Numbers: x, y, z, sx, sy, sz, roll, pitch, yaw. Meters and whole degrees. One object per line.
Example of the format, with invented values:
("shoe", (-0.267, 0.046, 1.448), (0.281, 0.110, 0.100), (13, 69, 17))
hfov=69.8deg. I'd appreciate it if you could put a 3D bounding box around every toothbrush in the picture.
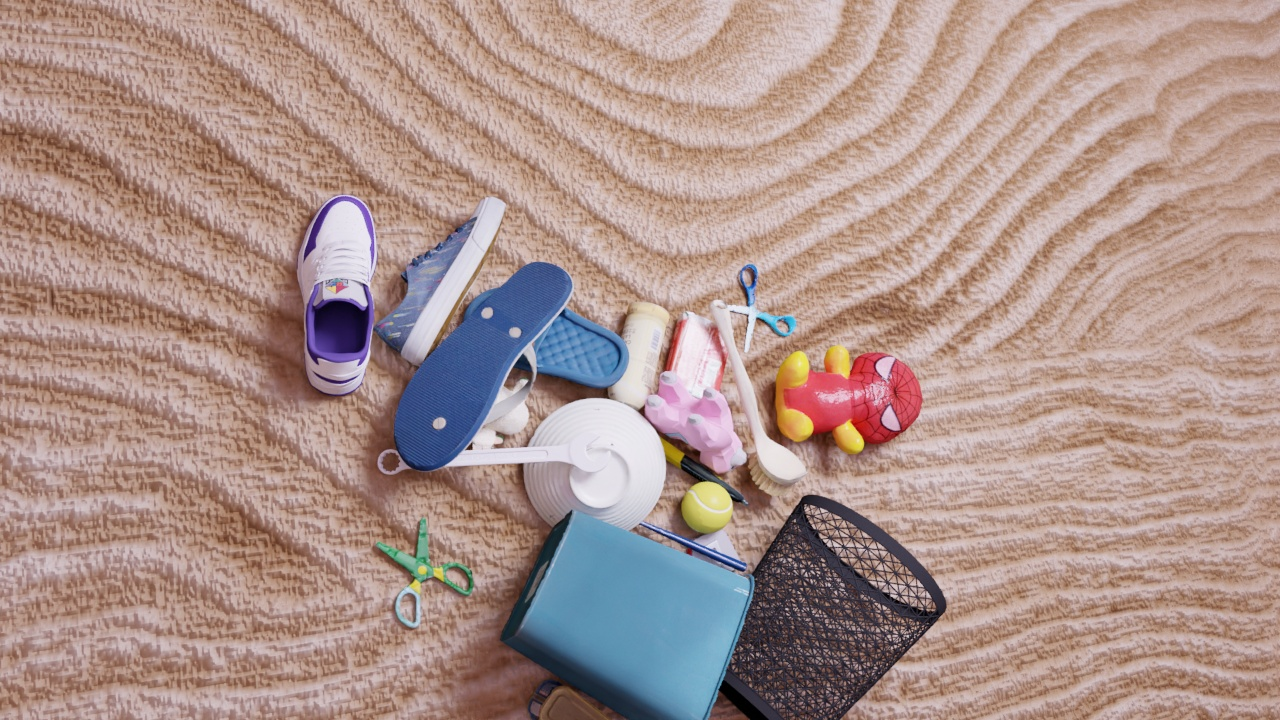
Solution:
("toothbrush", (0.048, 0.222, 1.162), (0.190, 0.016, 0.017), (25, 66, -3))

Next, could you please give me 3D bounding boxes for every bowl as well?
("bowl", (-0.051, 0.135, 1.104), (0.177, 0.071, 0.177), (0, 91, -8))

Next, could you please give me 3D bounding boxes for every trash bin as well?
("trash bin", (0.207, 0.328, 1.117), (0.217, 0.217, 0.242), (46, 73, -5))
("trash bin", (-0.023, 0.294, 1.046), (0.218, 0.197, 0.198), (28, 64, -6))

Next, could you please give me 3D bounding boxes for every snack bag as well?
("snack bag", (0.076, 0.000, 1.229), (0.077, 0.036, 0.115), (19, 72, -14))

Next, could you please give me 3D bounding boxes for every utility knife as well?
("utility knife", (0.076, 0.145, 1.201), (0.174, 0.029, 0.020), (35, 74, -11))

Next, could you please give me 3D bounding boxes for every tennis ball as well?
("tennis ball", (0.085, 0.188, 1.173), (0.065, 0.065, 0.065), (5, 76, -19))

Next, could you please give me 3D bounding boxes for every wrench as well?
("wrench", (-0.171, 0.112, 1.067), (0.273, 0.009, 0.047), (-3, 80, 4))

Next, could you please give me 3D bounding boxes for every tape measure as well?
("tape measure", (0.093, 0.253, 1.185), (0.060, 0.020, 0.062), (-24, 87, -23))

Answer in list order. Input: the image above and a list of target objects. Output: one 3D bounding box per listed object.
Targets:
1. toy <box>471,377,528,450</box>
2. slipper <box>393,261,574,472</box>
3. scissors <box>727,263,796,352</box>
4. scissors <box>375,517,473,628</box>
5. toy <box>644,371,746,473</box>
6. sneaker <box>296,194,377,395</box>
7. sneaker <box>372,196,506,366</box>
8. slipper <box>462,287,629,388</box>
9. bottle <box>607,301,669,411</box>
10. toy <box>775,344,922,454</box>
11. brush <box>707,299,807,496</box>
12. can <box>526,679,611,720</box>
("toy", (-0.179, 0.062, 1.114), (0.087, 0.050, 0.112), (20, 77, -9))
("slipper", (-0.182, 0.006, 1.081), (0.118, 0.060, 0.294), (30, 72, 22))
("scissors", (0.161, -0.074, 1.292), (0.127, 0.014, 0.133), (5, 80, -15))
("scissors", (-0.256, 0.250, 1.063), (0.125, 0.011, 0.127), (33, 69, -11))
("toy", (0.072, 0.085, 1.172), (0.123, 0.158, 0.067), (20, 65, 27))
("sneaker", (-0.347, -0.088, 1.053), (0.091, 0.111, 0.244), (2, 77, -20))
("sneaker", (-0.242, -0.110, 1.116), (0.079, 0.088, 0.235), (28, 73, -6))
("slipper", (-0.115, -0.033, 1.141), (0.214, 0.059, 0.103), (19, 68, 0))
("bottle", (-0.007, 0.007, 1.186), (0.056, 0.057, 0.161), (19, 72, -15))
("toy", (0.287, 0.053, 1.261), (0.216, 0.099, 0.147), (2, 89, -18))
("brush", (0.143, 0.049, 1.204), (0.061, 0.078, 0.272), (-15, 83, -53))
("can", (-0.079, 0.417, 1.063), (0.100, 0.059, 0.053), (39, 68, -7))
